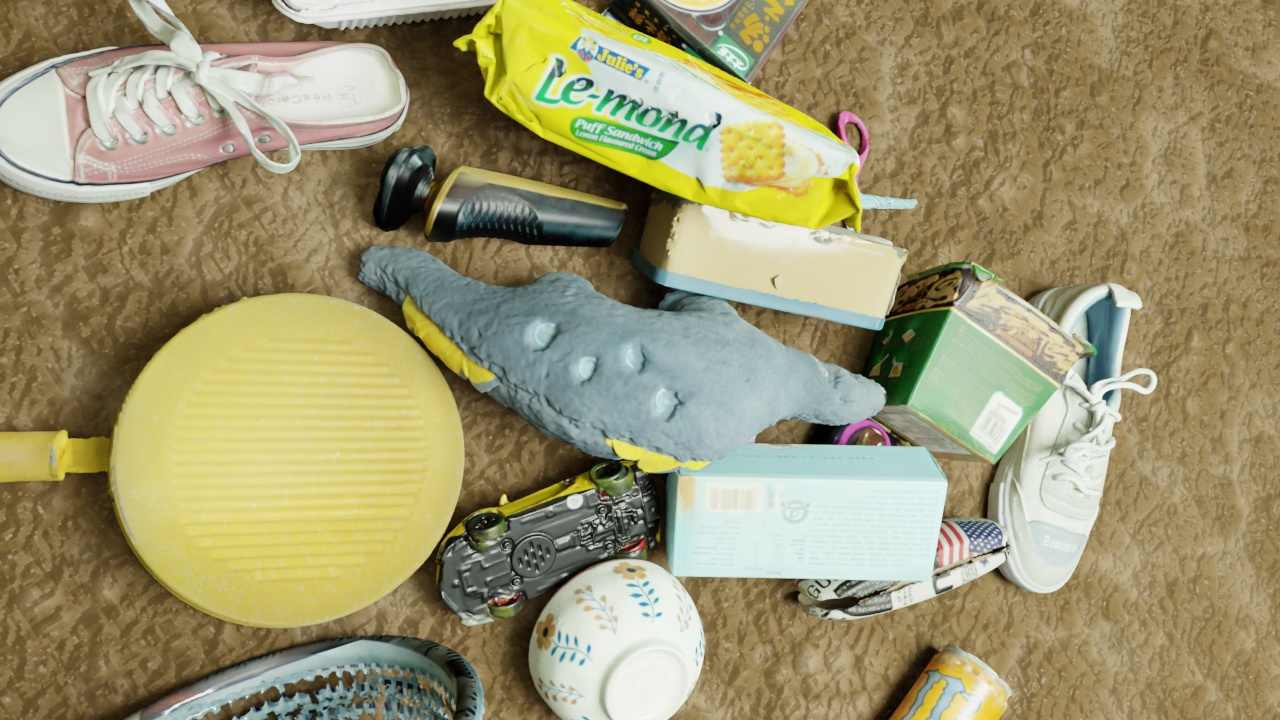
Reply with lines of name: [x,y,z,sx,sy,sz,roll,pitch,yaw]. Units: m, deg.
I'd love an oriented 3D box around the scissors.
scissors: [0.155,-0.124,0.694,0.133,0.017,0.133,-4,85,-22]

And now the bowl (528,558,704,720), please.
bowl: [-0.006,0.188,0.569,0.113,0.062,0.113,-7,107,-23]

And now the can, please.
can: [0.197,0.275,0.643,0.058,0.058,0.145,45,74,-9]

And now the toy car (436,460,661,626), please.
toy car: [-0.056,0.111,0.583,0.155,0.041,0.071,-19,113,-20]

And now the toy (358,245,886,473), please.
toy: [-0.003,0.003,0.562,0.356,0.137,0.092,13,121,-10]

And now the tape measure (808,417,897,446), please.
tape measure: [0.152,0.066,0.660,0.057,0.039,0.057,37,75,-11]

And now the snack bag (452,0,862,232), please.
snack bag: [0.020,-0.152,0.572,0.246,0.157,0.068,24,112,-3]

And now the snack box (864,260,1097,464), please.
snack box: [0.225,0.010,0.652,0.118,0.118,0.105,32,80,-9]

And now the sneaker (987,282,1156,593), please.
sneaker: [0.331,0.057,0.691,0.089,0.091,0.242,13,81,-15]

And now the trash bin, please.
trash bin: [-0.172,0.281,0.461,0.226,0.227,0.195,-14,101,-19]

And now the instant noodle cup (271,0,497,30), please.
instant noodle cup: [-0.156,-0.275,0.584,0.173,0.060,0.138,-14,85,-20]

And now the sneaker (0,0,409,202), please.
sneaker: [-0.253,-0.152,0.529,0.240,0.088,0.118,-13,89,-19]

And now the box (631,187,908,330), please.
box: [0.080,-0.072,0.620,0.184,0.089,0.062,9,105,-14]

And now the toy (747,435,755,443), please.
toy: [0.029,0.043,0.624,0.108,0.039,0.083,27,81,-10]

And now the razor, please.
razor: [-0.087,-0.103,0.600,0.167,0.062,0.067,5,51,-22]

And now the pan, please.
pan: [-0.280,0.055,0.523,0.356,0.078,0.197,4,80,-24]

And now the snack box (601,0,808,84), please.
snack box: [0.045,-0.250,0.657,0.113,0.053,0.125,36,70,-11]

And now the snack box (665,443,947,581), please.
snack box: [0.104,0.098,0.597,0.175,0.051,0.074,2,112,-1]

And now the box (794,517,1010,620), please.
box: [0.188,0.151,0.651,0.164,0.072,0.060,-14,114,-15]
